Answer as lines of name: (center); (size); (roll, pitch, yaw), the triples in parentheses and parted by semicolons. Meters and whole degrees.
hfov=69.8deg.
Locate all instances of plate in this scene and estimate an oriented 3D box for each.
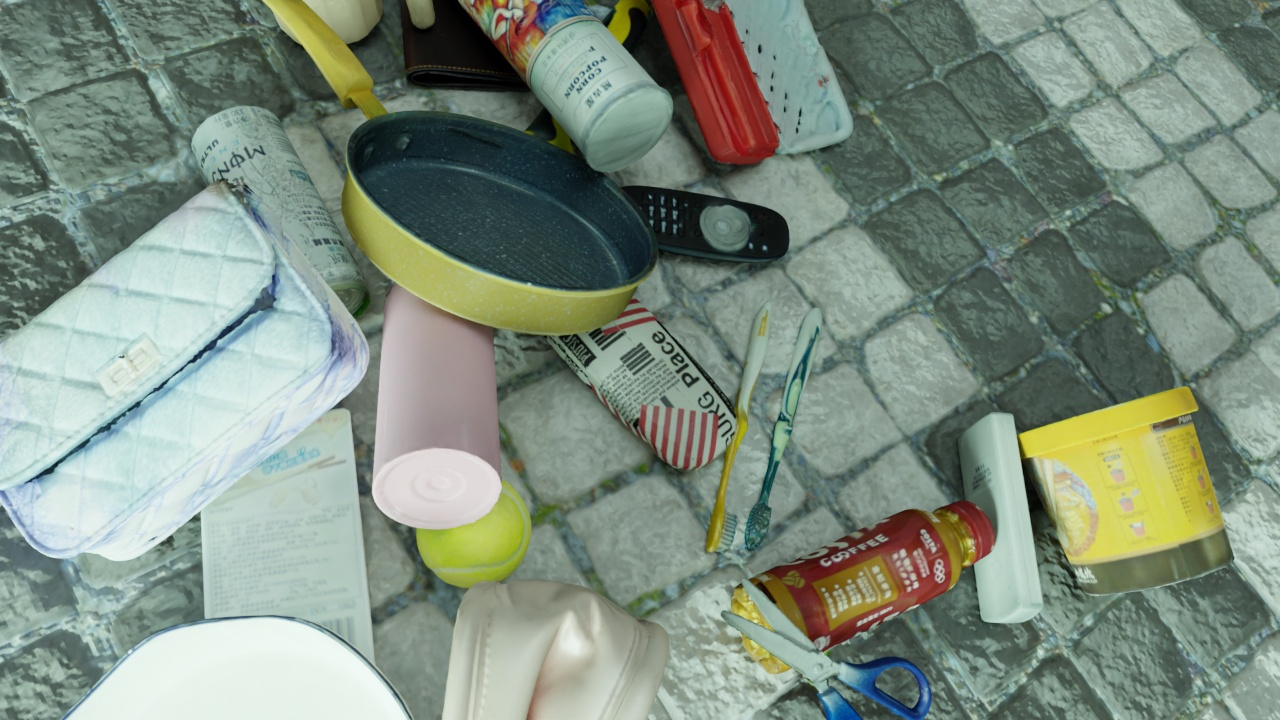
plate: (-0.189, 0.224, 0.429); (0.205, 0.045, 0.204); (-2, 74, 6)

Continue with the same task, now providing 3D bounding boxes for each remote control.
remote control: (0.043, -0.097, 0.673); (0.136, 0.024, 0.053); (8, 63, -12)
remote control: (0.240, 0.106, 0.614); (0.019, 0.056, 0.135); (4, 65, -6)

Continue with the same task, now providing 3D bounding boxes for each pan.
pan: (-0.145, -0.146, 0.576); (0.357, 0.078, 0.197); (33, 32, 9)

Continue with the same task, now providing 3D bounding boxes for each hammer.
hammer: (-0.012, -0.273, 0.735); (0.126, 0.032, 0.322); (28, 63, -1)

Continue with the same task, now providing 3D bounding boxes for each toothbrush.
toothbrush: (0.101, 0.040, 0.630); (0.016, 0.018, 0.191); (22, 63, -3)
toothbrush: (0.072, 0.041, 0.624); (0.018, 0.016, 0.191); (24, 63, -15)

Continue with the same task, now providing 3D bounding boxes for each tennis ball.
tennis ball: (-0.096, 0.098, 0.528); (0.065, 0.066, 0.065); (5, 65, -12)

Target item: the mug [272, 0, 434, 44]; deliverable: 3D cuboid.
mug: (-0.209, -0.280, 0.635); (0.124, 0.104, 0.084); (9, 65, 2)

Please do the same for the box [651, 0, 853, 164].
box: (0.078, -0.254, 0.721); (0.160, 0.058, 0.201); (-17, 85, -38)

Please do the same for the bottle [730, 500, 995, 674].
bottle: (0.143, 0.135, 0.576); (0.174, 0.058, 0.057); (-18, 72, -21)

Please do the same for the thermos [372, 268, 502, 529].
thermos: (-0.123, -0.006, 0.527); (0.087, 0.067, 0.198); (40, 27, -40)

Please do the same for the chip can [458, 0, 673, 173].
chip can: (-0.067, -0.231, 0.646); (0.071, 0.071, 0.214); (-28, 68, -24)

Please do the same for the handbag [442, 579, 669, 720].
handbag: (-0.058, 0.222, 0.422); (0.093, 0.193, 0.233); (13, 72, -1)

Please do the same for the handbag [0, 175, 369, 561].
handbag: (-0.256, 0.005, 0.492); (0.193, 0.075, 0.134); (-40, 75, -7)

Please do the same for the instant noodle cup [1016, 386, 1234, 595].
instant noodle cup: (0.325, 0.089, 0.614); (0.118, 0.119, 0.114); (-13, 77, -19)

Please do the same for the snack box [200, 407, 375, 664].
snack box: (-0.200, 0.108, 0.518); (0.084, 0.027, 0.156); (-6, 68, -16)

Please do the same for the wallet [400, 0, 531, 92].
wallet: (-0.135, -0.262, 0.705); (0.096, 0.020, 0.122); (-1, 66, -19)

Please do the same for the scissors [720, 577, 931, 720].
scissors: (0.101, 0.189, 0.525); (0.172, 0.012, 0.133); (11, 91, -26)

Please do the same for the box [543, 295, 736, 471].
box: (-0.004, 0.005, 0.610); (0.068, 0.052, 0.164); (-34, 78, -38)

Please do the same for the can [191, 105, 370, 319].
can: (-0.228, -0.089, 0.581); (0.058, 0.058, 0.146); (-25, 75, -23)
